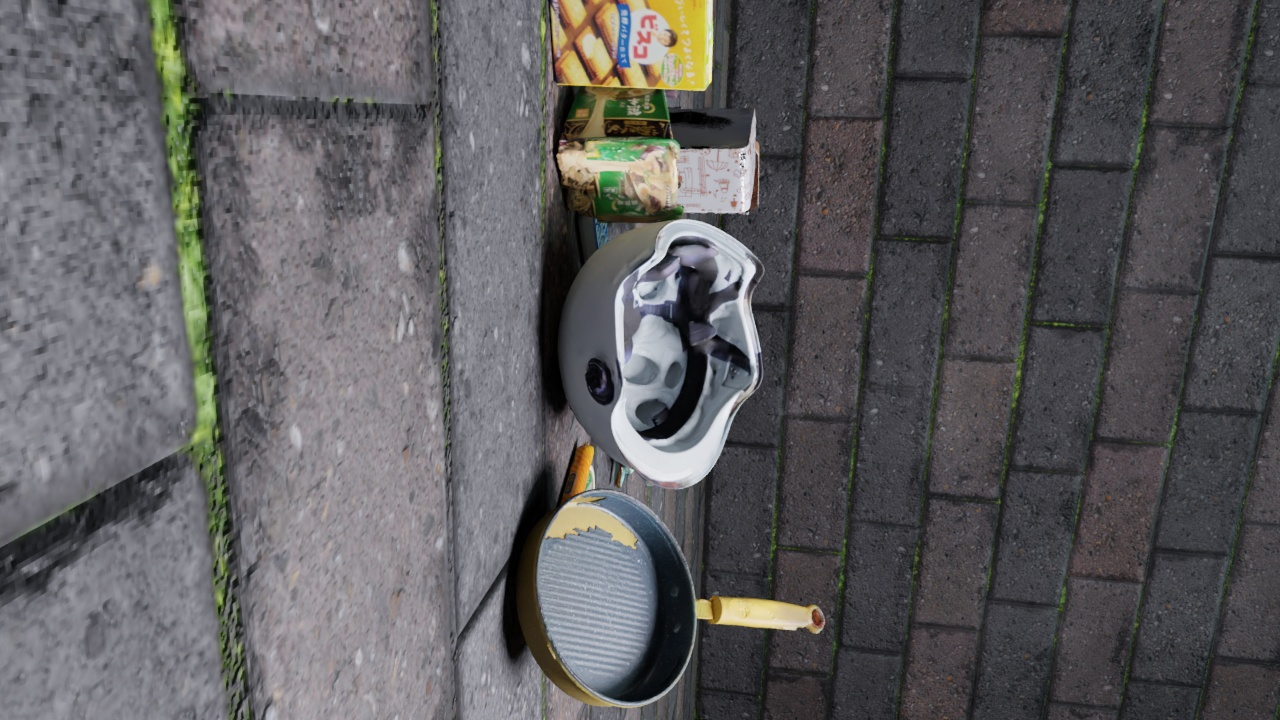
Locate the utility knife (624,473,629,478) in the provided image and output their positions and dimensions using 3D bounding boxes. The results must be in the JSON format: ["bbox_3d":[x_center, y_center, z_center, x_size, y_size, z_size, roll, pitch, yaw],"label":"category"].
[{"bbox_3d":[-0.011,0.070,1.376,0.033,0.015,0.223,77,18,-71],"label":"utility knife"}]

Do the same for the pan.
[{"bbox_3d":[0.041,0.236,0.887,0.357,0.078,0.197,22,54,-38],"label":"pan"}]

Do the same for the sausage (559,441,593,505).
[{"bbox_3d":[-0.073,0.146,0.972,0.164,0.021,0.021,-76,167,-48],"label":"sausage"}]

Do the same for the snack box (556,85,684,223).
[{"bbox_3d":[-0.015,-0.211,0.889,0.118,0.117,0.105,84,8,-61],"label":"snack box"}]

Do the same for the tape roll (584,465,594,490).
[{"bbox_3d":[-0.067,0.161,1.046,0.085,0.014,0.086,5,89,-81],"label":"tape roll"}]

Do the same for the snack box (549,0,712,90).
[{"bbox_3d":[-0.008,-0.284,0.799,0.033,0.140,0.087,-69,161,-56],"label":"snack box"}]

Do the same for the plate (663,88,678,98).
[{"bbox_3d":[0.014,-0.421,1.138,0.192,0.039,0.192,-7,87,-87],"label":"plate"}]

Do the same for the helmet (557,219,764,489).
[{"bbox_3d":[0.004,-0.013,0.919,0.228,0.146,0.259,-9,106,-47],"label":"helmet"}]

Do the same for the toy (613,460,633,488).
[{"bbox_3d":[-0.022,0.135,1.291,0.092,0.030,0.096,58,38,-68],"label":"toy"}]

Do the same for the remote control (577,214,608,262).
[{"bbox_3d":[-0.048,-0.124,1.000,0.125,0.024,0.048,82,14,-49],"label":"remote control"}]

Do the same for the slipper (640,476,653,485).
[{"bbox_3d":[0.026,0.088,1.286,0.245,0.074,0.104,-85,164,-66],"label":"slipper"}]

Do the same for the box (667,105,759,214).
[{"bbox_3d":[0.050,-0.234,1.098,0.269,0.180,0.136,-28,120,-79],"label":"box"}]
